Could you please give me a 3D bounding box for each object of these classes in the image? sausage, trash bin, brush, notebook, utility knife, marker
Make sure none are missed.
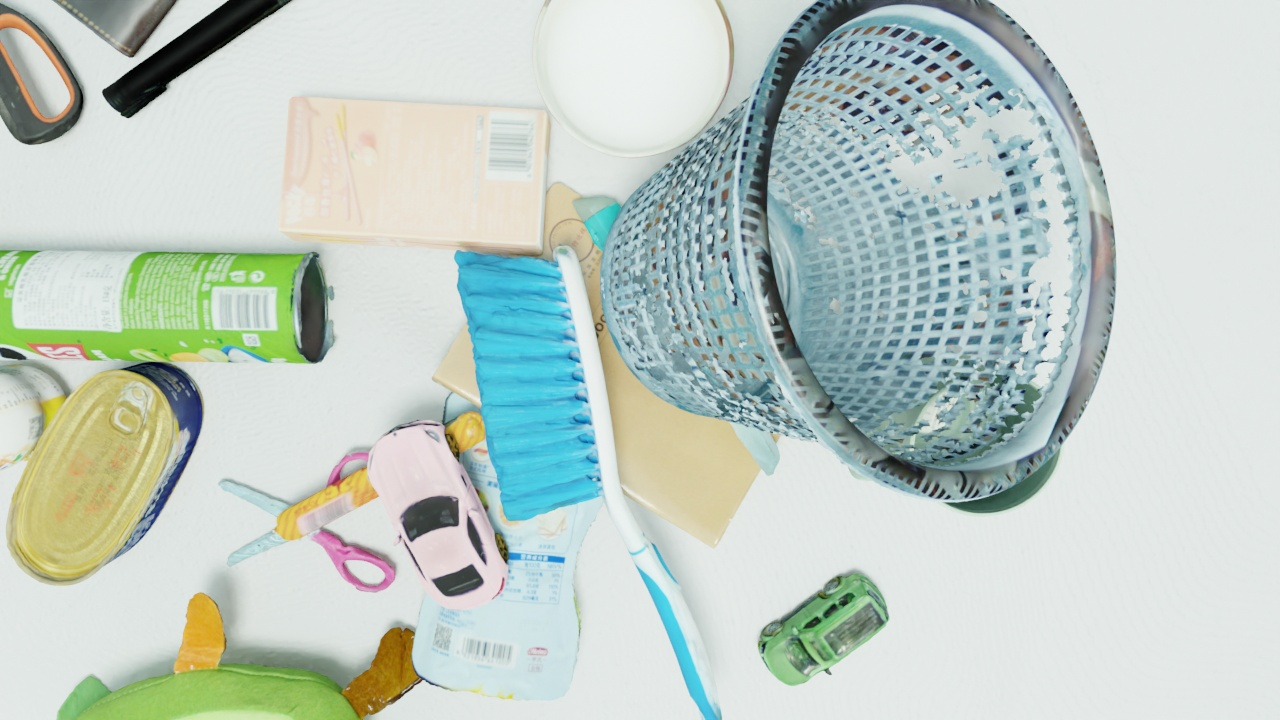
[{"bbox_3d":[-0.163,0.073,0.575,0.165,0.021,0.021,-28,97,8],"label":"sausage"},{"bbox_3d":[0.087,-0.048,0.471,0.226,0.195,0.226,2,86,-30],"label":"trash bin"},{"bbox_3d":[-0.030,0.082,0.544,0.109,0.060,0.314,-11,92,-13],"label":"brush"},{"bbox_3d":[-0.003,0.003,0.578,0.207,0.008,0.147,32,85,-5],"label":"notebook"},{"bbox_3d":[0.025,-0.017,0.570,0.029,0.013,0.209,-34,89,-9],"label":"utility knife"},{"bbox_3d":[-0.268,-0.192,0.558,0.132,0.020,0.022,-32,80,5],"label":"marker"}]

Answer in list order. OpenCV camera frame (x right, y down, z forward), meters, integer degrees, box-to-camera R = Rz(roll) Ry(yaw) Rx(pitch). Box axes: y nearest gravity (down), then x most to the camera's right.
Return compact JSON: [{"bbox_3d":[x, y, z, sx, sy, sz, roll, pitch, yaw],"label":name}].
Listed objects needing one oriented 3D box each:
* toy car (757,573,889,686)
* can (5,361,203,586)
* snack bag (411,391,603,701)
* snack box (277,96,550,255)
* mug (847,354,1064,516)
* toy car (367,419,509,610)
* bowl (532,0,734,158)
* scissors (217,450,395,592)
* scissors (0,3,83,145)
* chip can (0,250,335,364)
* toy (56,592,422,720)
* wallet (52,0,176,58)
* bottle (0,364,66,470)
[{"bbox_3d":[0.121,0.180,0.605,0.091,0.036,0.043,-38,98,9],"label":"toy car"},{"bbox_3d":[-0.336,0.070,0.581,0.074,0.049,0.148,30,97,-4],"label":"can"},{"bbox_3d":[-0.084,0.118,0.592,0.110,0.039,0.191,9,90,7],"label":"snack bag"},{"bbox_3d":[-0.135,-0.112,0.558,0.157,0.026,0.084,3,85,0],"label":"snack box"},{"bbox_3d":[0.174,0.043,0.548,0.112,0.106,0.082,-19,98,2],"label":"mug"},{"bbox_3d":[-0.121,0.095,0.549,0.056,0.037,0.122,-22,103,5],"label":"toy car"},{"bbox_3d":[-0.004,-0.175,0.539,0.113,0.062,0.113,0,98,1],"label":"bowl"},{"bbox_3d":[-0.214,0.113,0.606,0.133,0.017,0.128,-28,100,8],"label":"scissors"},{"bbox_3d":[-0.413,-0.220,0.535,0.222,0.022,0.220,36,71,-23],"label":"scissors"},{"bbox_3d":[-0.311,-0.032,0.554,0.236,0.072,0.072,0,98,0],"label":"chip can"},{"bbox_3d":[-0.259,0.257,0.589,0.246,0.090,0.227,-3,92,-3],"label":"toy"},{"bbox_3d":[-0.308,-0.259,0.545,0.096,0.020,0.122,40,94,-15],"label":"wallet"},{"bbox_3d":[-0.397,0.038,0.547,0.063,0.108,0.063,0,97,1],"label":"bottle"}]
